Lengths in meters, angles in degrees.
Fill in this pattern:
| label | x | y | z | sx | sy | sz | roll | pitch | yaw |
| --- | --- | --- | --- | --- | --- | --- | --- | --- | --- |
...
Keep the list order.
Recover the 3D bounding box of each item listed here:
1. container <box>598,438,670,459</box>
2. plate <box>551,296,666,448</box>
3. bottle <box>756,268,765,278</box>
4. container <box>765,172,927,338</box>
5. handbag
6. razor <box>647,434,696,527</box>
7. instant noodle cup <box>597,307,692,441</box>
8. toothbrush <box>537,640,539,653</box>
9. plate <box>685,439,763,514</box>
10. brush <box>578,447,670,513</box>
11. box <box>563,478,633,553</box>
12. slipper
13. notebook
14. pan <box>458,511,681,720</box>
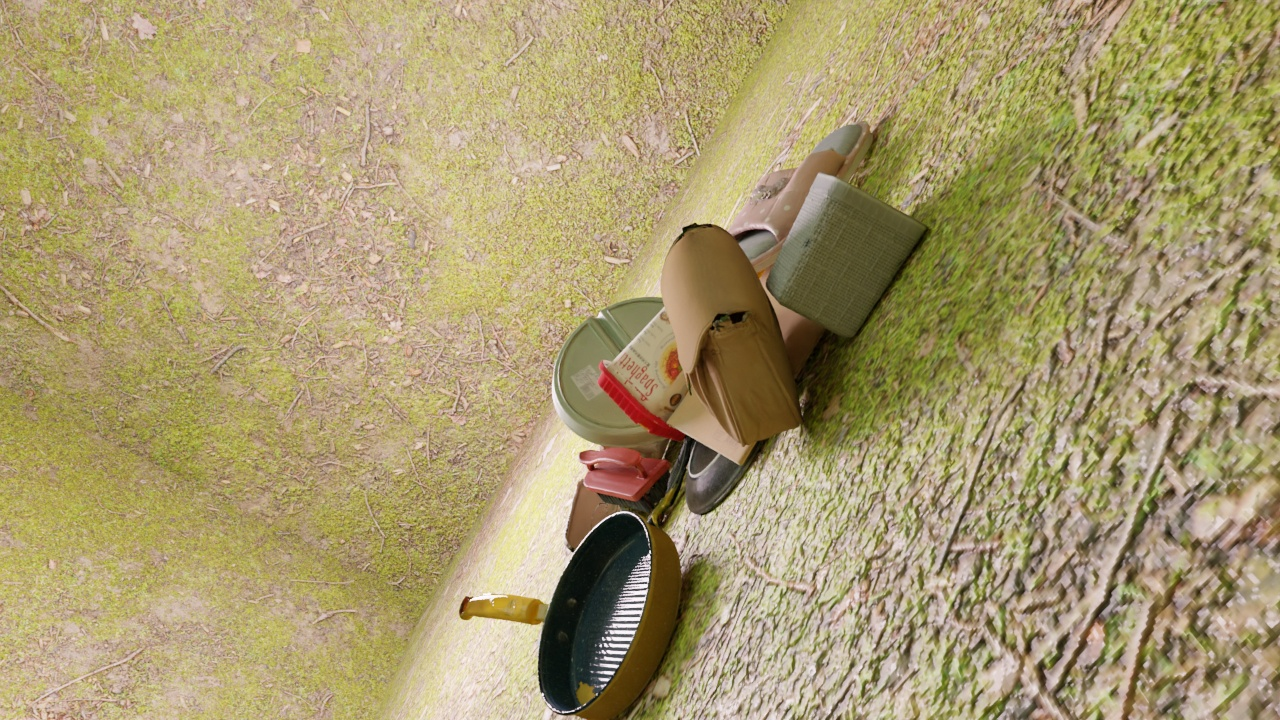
| label | x | y | z | sx | sy | sz | roll | pitch | yaw |
| --- | --- | --- | --- | --- | --- | --- | --- | --- | --- |
| container | -0.002 | 0.081 | 1.186 | 0.090 | 0.090 | 0.110 | 96 | -168 | -55 |
| plate | -0.007 | 0.007 | 1.160 | 0.229 | 0.230 | 0.027 | -65 | -30 | -29 |
| bottle | 0.126 | -0.050 | 1.016 | 0.063 | 0.063 | 0.108 | 133 | 150 | -59 |
| container | 0.171 | -0.090 | 0.796 | 0.114 | 0.090 | 0.090 | -62 | 7 | 13 |
| handbag | 0.075 | -0.023 | 0.820 | 0.100 | 0.148 | 0.204 | -22 | 35 | 7 |
| razor | 0.036 | 0.137 | 1.021 | 0.143 | 0.022 | 0.042 | -66 | -20 | 11 |
| instant noodle cup | 0.035 | 0.010 | 1.032 | 0.124 | 0.116 | 0.116 | -53 | -33 | 11 |
| toothbrush | -0.082 | 0.316 | 1.132 | 0.225 | 0.026 | 0.027 | -53 | 31 | 42 |
| plate | 0.088 | 0.075 | 0.944 | 0.180 | 0.024 | 0.179 | -59 | 8 | 13 |
| brush | -0.026 | 0.136 | 1.102 | 0.063 | 0.069 | 0.146 | -43 | 19 | -25 |
| box | -0.050 | 0.188 | 1.176 | 0.161 | 0.085 | 0.075 | -84 | -1 | -62 |
| slipper | 0.174 | -0.193 | 1.033 | 0.273 | 0.054 | 0.114 | -50 | 22 | -26 |
| notebook | 0.117 | -0.005 | 0.914 | 0.211 | 0.012 | 0.149 | -58 | 26 | -3 |
| pan | -0.088 | 0.256 | 0.936 | 0.358 | 0.078 | 0.197 | -27 | 40 | 55 |
